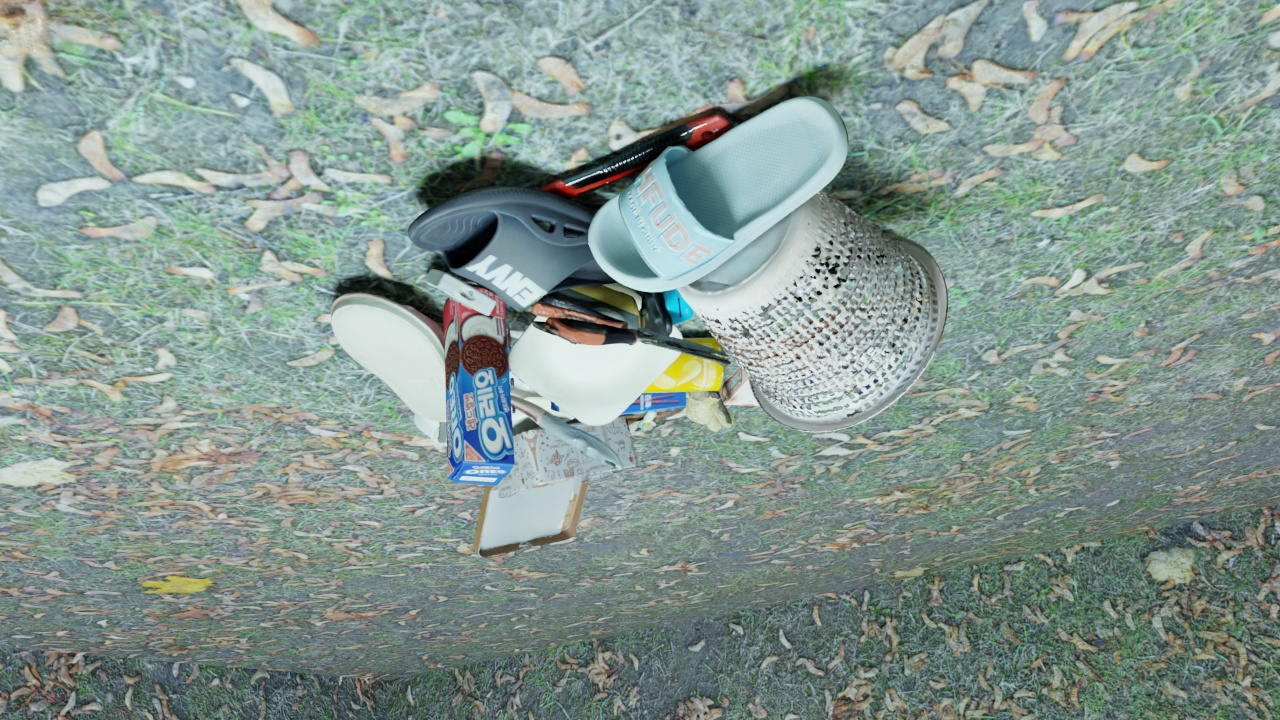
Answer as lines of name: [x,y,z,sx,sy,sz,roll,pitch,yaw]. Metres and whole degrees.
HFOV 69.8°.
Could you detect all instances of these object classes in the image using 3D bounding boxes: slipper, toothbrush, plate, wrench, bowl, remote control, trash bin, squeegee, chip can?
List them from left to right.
slipper: [-0.260,-0.006,1.046,0.114,0.054,0.274,-4,150,12]
remote control: [-0.178,-0.067,0.893,0.056,0.019,0.135,30,177,-20]
plate: [-0.187,0.073,1.261,0.266,0.034,0.162,-18,152,22]
squeegee: [-0.132,0.075,1.157,0.249,0.040,0.248,24,140,4]
slipper: [-0.082,-0.094,0.860,0.267,0.083,0.111,5,155,-41]
wrench: [-0.049,-0.165,0.823,0.274,0.016,0.056,-16,158,18]
plate: [-0.052,-0.016,1.042,0.163,0.034,0.164,38,105,-29]
chip can: [-0.007,0.007,1.129,0.213,0.072,0.072,-2,154,-12]
toothbrush: [0.012,0.083,1.291,0.029,0.020,0.190,-6,172,-3]
slipper: [0.057,-0.139,0.771,0.246,0.104,0.074,-28,166,26]
trash bin: [0.144,-0.071,0.872,0.228,0.227,0.192,-25,137,33]
remote control: [0.218,-0.102,1.013,0.137,0.024,0.053,-25,149,32]
bowl: [0.259,-0.015,1.153,0.116,0.066,0.117,-6,151,-3]

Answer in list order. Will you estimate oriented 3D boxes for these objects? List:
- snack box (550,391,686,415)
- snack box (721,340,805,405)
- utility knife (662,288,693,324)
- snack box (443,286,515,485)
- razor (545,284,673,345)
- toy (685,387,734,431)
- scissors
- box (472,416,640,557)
snack box: [-0.028,0.050,1.187,0.156,0.026,0.085,-5,-172,-33]
snack box: [0.174,0.020,1.253,0.077,0.027,0.156,2,153,-18]
utility knife: [0.037,-0.084,0.984,0.034,0.018,0.216,-10,161,2]
snack box: [-0.170,0.024,0.961,0.058,0.207,0.057,7,152,-28]
razor: [-0.044,-0.065,0.971,0.167,0.067,0.062,21,172,-17]
toy: [0.091,0.058,1.278,0.105,0.066,0.157,34,164,19]
scissors: [-0.010,-0.022,0.915,0.206,0.015,0.196,27,-160,21]
box: [-0.136,0.178,1.347,0.178,0.125,0.275,-5,144,-37]
